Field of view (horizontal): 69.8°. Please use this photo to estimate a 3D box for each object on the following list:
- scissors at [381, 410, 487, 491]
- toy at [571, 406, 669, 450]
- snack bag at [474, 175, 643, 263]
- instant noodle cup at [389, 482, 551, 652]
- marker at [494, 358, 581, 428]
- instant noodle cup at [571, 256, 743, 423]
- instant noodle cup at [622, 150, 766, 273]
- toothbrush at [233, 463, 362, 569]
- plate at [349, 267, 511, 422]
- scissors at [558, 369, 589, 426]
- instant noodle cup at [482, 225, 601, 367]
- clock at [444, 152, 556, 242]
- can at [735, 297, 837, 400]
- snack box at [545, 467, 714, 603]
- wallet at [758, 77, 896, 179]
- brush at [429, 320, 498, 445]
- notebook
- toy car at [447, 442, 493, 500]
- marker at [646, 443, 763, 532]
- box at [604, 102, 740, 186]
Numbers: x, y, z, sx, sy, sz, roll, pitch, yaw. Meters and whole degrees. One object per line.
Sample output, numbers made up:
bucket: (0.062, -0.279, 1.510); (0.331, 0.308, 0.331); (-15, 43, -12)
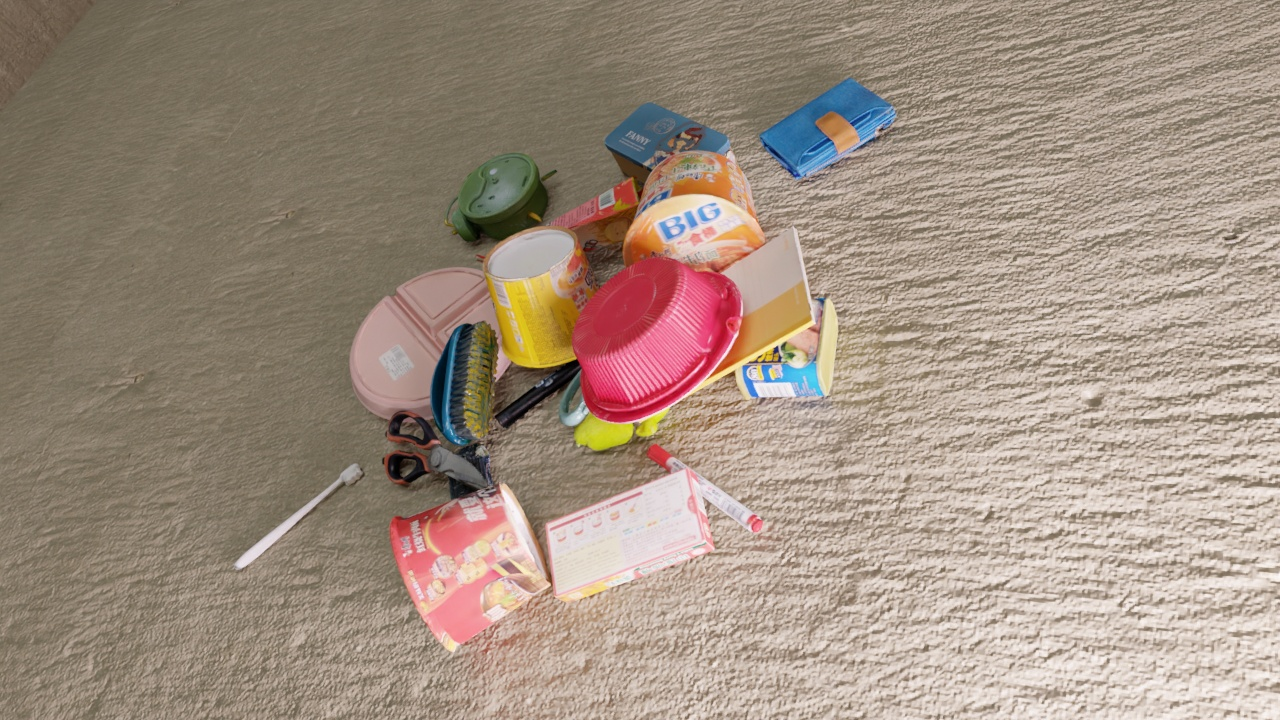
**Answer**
scissors: (-0.225, 0.117, 0.983); (0.183, 0.015, 0.209); (-49, 48, 26)
toy: (-0.024, 0.059, 0.949); (0.100, 0.031, 0.097); (-39, 44, -9)
snack bag: (-0.087, -0.153, 1.103); (0.208, 0.073, 0.128); (-18, 7, 13)
instant noodle cup: (-0.155, 0.183, 0.859); (0.108, 0.138, 0.138); (-27, 47, -4)
marker: (-0.103, 0.031, 1.018); (0.132, 0.022, 0.020); (-37, 40, -3)
instant noodle cup: (0.002, -0.033, 0.894); (0.194, 0.066, 0.193); (-29, 35, 23)
instant noodle cup: (0.060, -0.146, 0.991); (0.151, 0.151, 0.111); (-13, 42, 18)
toothbrush: (-0.395, 0.183, 1.059); (0.180, 0.016, 0.016); (-40, 53, -6)
plate: (-0.254, -0.028, 1.121); (0.230, 0.028, 0.229); (-9, 53, 13)
scissors: (-0.010, 0.008, 0.936); (0.174, 0.019, 0.170); (-50, 32, -14)
instant noodle cup: (-0.107, -0.077, 1.021); (0.138, 0.110, 0.137); (-11, 37, 8)
clock: (-0.195, -0.214, 1.229); (0.161, 0.056, 0.115); (-5, 53, 24)
can: (0.144, -0.013, 0.899); (0.083, 0.057, 0.101); (-2, 55, 24)
snack box: (-0.013, 0.163, 0.854); (0.156, 0.027, 0.077); (-24, 53, 16)
wallet: (0.216, -0.273, 1.074); (0.133, 0.040, 0.106); (-33, 43, 2)
brush: (-0.199, 0.026, 1.021); (0.074, 0.055, 0.143); (-13, 62, 27)
notebook: (0.076, -0.036, 0.913); (0.207, 0.010, 0.145); (-31, 36, 27)
toy car: (-0.177, 0.133, 0.971); (0.049, 0.031, 0.105); (-30, 42, 9)
marker: (0.059, 0.120, 0.869); (0.017, 0.017, 0.145); (-48, 49, -12)
box: (0.036, -0.253, 1.135); (0.089, 0.063, 0.184); (-46, 50, -11)
